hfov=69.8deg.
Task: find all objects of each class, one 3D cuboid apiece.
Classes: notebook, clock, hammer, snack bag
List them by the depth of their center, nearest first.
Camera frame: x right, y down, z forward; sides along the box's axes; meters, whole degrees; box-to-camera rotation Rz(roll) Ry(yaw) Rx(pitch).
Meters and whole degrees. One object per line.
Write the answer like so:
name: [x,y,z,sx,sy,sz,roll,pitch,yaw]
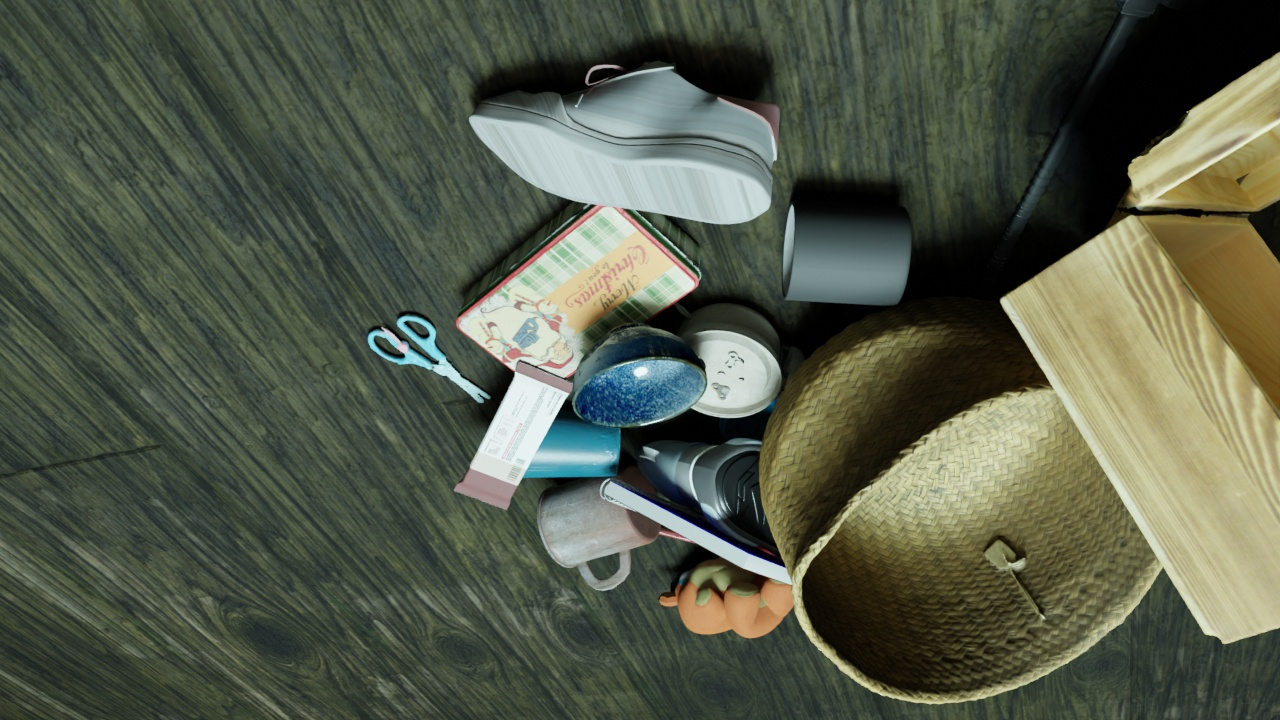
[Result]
hammer: [0.299,-0.141,0.696,0.095,0.015,0.326,9,135,-3]
clock: [0.097,0.000,0.825,0.157,0.061,0.104,14,134,2]
snack bag: [-0.120,0.073,0.858,0.057,0.013,0.158,22,116,-15]
notebook: [0.076,0.179,0.916,0.172,0.022,0.209,22,174,35]

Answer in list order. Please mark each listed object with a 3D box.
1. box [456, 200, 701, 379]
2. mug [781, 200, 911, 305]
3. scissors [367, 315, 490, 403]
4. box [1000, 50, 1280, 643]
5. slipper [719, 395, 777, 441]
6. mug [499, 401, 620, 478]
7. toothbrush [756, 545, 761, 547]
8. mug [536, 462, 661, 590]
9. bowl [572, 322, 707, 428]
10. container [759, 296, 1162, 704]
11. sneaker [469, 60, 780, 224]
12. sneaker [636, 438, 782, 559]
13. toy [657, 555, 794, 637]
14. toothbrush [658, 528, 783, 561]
box: [-0.056,-0.061,0.789,0.206,0.050,0.117,-33,124,31]
mug: [0.160,-0.078,0.737,0.088,0.078,0.114,4,162,2]
scissors: [-0.191,-0.001,0.892,0.141,0.015,0.076,31,128,-31]
box: [0.439,-0.060,0.531,0.278,0.286,0.338,-9,155,-44]
slipper: [0.222,0.062,0.874,0.295,0.060,0.118,-1,131,7]
mug: [-0.082,0.084,0.919,0.121,0.078,0.078,4,135,-5]
toothbrush: [0.190,0.175,1.019,0.213,0.012,0.018,-30,125,31]
mug: [-0.038,0.180,0.977,0.110,0.123,0.096,-23,170,28]
bowl: [-0.005,0.005,0.774,0.114,0.060,0.114,-8,151,-5]
container: [0.253,0.106,0.758,0.307,0.196,0.308,-4,122,-6]
sneaker: [-0.007,-0.171,0.663,0.236,0.089,0.099,16,160,18]
sneaker: [0.117,0.148,0.943,0.256,0.093,0.161,32,166,-35]
toy: [0.096,0.273,1.054,0.112,0.096,0.177,-5,163,-37]
toothbrush: [0.070,0.210,1.052,0.190,0.016,0.016,12,130,2]
